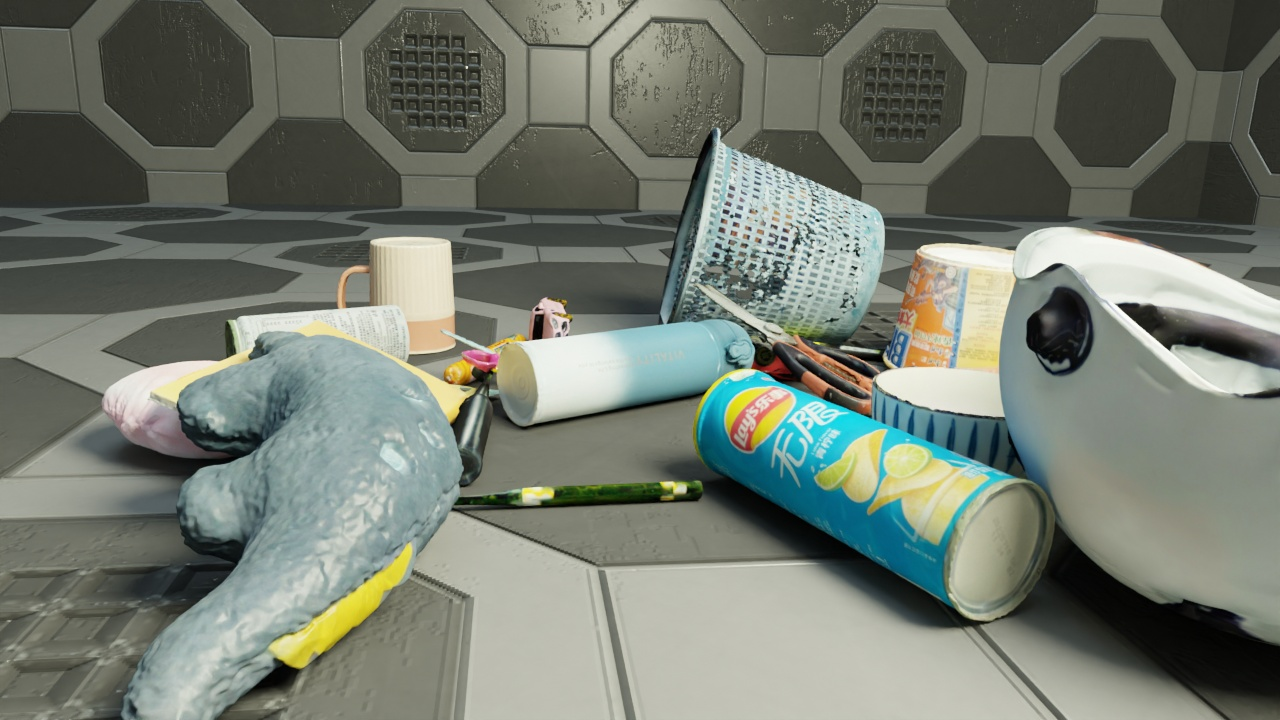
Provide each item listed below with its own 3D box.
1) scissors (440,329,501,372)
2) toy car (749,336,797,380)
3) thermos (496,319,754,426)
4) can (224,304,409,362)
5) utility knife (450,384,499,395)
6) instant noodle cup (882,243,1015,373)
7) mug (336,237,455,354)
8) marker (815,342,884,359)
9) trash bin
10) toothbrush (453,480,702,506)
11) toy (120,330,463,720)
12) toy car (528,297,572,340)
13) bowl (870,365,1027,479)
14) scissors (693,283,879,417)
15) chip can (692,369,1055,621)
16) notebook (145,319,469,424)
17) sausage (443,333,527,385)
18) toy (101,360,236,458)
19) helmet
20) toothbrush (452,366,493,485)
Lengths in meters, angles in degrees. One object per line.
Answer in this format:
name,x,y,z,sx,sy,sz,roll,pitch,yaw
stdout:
scissors,-0.112,0.001,0.776,0.135,0.017,0.133,22,5,-5
toy car,0.140,0.001,0.839,0.106,0.031,0.049,5,15,-6
thermos,-0.004,0.004,0.740,0.220,0.070,0.070,-9,17,-34
can,-0.281,-0.015,0.803,0.146,0.058,0.058,-8,17,-31
utility knife,-0.192,0.024,0.760,0.163,0.018,0.030,9,20,9
instant noodle cup,0.309,-0.043,0.849,0.151,0.111,0.151,4,17,-1
mug,-0.243,-0.067,0.916,0.114,0.106,0.081,1,14,-3
marker,0.198,-0.009,0.923,0.124,0.015,0.018,6,14,6
trash bin,0.139,-0.108,0.965,0.195,0.227,0.226,14,14,-4
toothbrush,-0.054,0.080,0.544,0.185,0.012,0.017,-1,3,-10
toy,-0.164,0.050,0.473,0.137,0.091,0.356,-8,26,-16
toy car,-0.087,-0.027,0.879,0.037,0.056,0.122,3,14,-11
bowl,0.203,0.049,0.581,0.116,0.066,0.116,2,15,-1
scissors,0.135,-0.016,0.801,0.193,0.015,0.206,14,26,-11
chip can,0.114,0.063,0.503,0.071,0.071,0.210,-6,16,-29
notebook,-0.210,0.026,0.637,0.146,0.010,0.206,26,16,1
sausage,-0.138,-0.001,0.839,0.021,0.021,0.164,5,14,15
toy,-0.285,0.027,0.641,0.121,0.054,0.159,16,19,20
helmet,0.281,0.039,0.440,0.228,0.146,0.258,1,24,-24
toothbrush,-0.120,0.037,0.664,0.027,0.026,0.212,31,11,-13
